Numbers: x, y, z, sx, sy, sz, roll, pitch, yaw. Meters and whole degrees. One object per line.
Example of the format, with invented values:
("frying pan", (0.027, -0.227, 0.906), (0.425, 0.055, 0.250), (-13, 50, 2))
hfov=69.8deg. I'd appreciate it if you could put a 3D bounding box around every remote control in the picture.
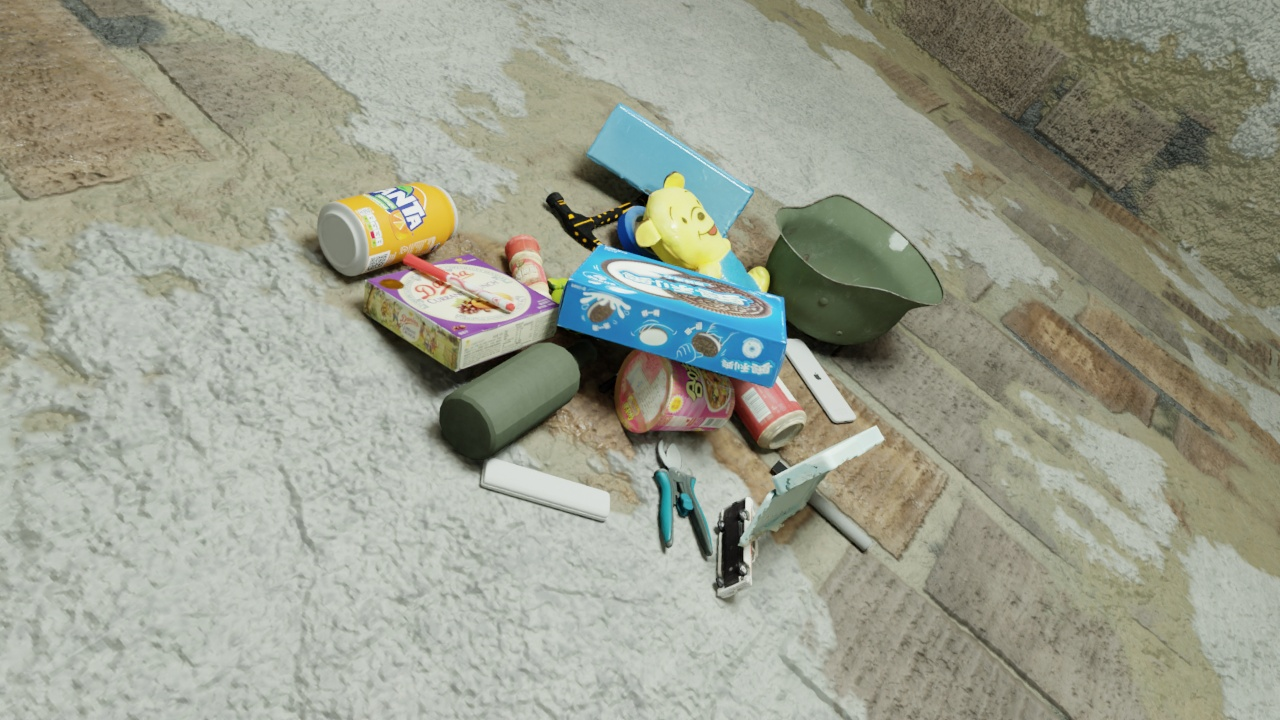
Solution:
("remote control", (-0.090, 0.124, 0.887), (0.131, 0.012, 0.033), (19, 39, -18))
("remote control", (0.238, 0.026, 1.240), (0.045, 0.008, 0.146), (-3, 50, -37))

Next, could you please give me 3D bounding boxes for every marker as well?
("marker", (0.208, 0.167, 1.056), (0.140, 0.016, 0.016), (42, 38, 11))
("marker", (-0.006, 0.006, 1.082), (0.011, 0.011, 0.151), (41, 37, 10))
("marker", (-0.187, -0.080, 0.945), (0.142, 0.013, 0.012), (25, 33, 21))

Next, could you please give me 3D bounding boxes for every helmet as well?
("helmet", (0.273, -0.112, 1.297), (0.267, 0.154, 0.226), (19, 38, -27))

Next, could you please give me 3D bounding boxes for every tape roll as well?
("tape roll", (0.009, -0.167, 1.253), (0.093, 0.016, 0.091), (54, 41, -6))

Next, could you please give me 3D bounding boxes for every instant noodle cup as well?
("instant noodle cup", (0.042, 0.039, 1.021), (0.108, 0.098, 0.097), (12, 41, -38))

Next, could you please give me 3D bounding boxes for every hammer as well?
("hammer", (0.002, -0.224, 1.328), (0.123, 0.036, 0.319), (47, 41, 11))

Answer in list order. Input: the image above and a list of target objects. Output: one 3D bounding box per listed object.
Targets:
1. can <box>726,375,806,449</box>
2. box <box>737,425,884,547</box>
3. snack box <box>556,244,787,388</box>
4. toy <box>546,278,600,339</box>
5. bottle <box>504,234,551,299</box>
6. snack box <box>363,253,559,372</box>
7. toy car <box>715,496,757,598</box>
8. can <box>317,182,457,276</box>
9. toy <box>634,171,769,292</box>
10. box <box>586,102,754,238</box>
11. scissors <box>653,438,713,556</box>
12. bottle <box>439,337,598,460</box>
("can", (0.130, 0.026, 1.113), (0.067, 0.067, 0.170), (-6, 52, -40))
("box", (0.175, 0.122, 0.944), (0.049, 0.137, 0.196), (48, 24, 18))
("snack box", (0.041, -0.055, 1.022), (0.239, 0.056, 0.195), (17, 19, 2))
("toy", (-0.076, -0.064, 1.090), (0.094, 0.036, 0.093), (35, 29, -1))
("bottle", (-0.132, -0.100, 1.082), (0.044, 0.044, 0.109), (9, 44, -29))
("snack box", (-0.186, -0.054, 0.957), (0.148, 0.041, 0.143), (29, 33, 28))
("toy car", (0.102, 0.192, 0.935), (0.039, 0.039, 0.112), (42, 33, -26))
("can", (-0.273, -0.146, 0.998), (0.079, 0.079, 0.142), (44, 38, 13))
("toy", (0.078, -0.139, 1.223), (0.214, 0.084, 0.148), (46, 31, -6))
("box", (0.044, -0.272, 1.333), (0.231, 0.094, 0.102), (31, 10, -5))
("scissors", (0.042, 0.145, 0.957), (0.153, 0.019, 0.127), (43, 36, 16))
("bottle", (-0.111, 0.027, 0.932), (0.071, 0.072, 0.206), (41, 38, 10))
